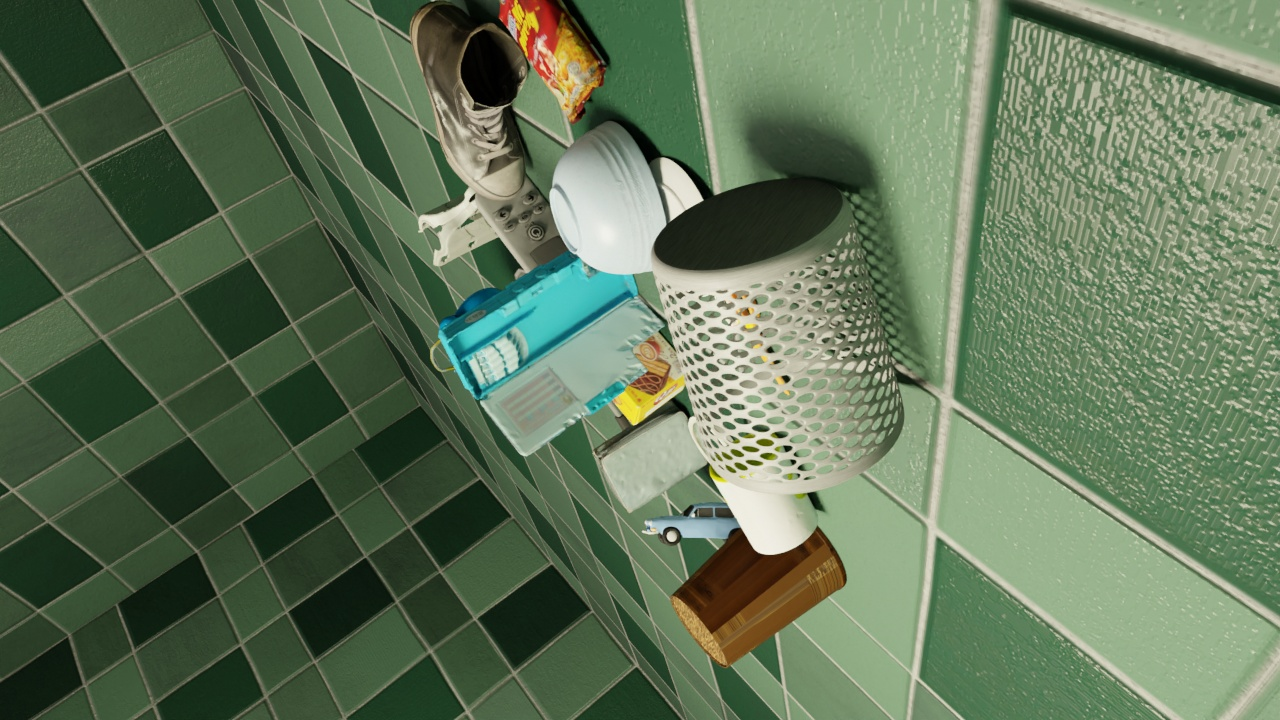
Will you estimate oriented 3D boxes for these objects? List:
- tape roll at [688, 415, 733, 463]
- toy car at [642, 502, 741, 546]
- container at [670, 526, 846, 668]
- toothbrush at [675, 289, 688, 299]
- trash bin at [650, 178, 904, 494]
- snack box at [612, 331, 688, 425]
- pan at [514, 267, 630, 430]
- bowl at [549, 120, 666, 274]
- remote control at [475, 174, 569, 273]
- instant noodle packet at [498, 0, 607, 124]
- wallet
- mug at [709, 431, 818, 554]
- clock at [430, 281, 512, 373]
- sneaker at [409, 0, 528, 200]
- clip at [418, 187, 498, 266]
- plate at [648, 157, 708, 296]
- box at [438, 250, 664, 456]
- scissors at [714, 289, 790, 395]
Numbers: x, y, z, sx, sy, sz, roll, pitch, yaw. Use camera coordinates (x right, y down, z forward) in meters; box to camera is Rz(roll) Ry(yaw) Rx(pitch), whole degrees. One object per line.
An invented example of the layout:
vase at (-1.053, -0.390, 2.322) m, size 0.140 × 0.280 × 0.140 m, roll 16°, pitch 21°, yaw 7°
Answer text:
tape roll at (0.093, 0.105, 1.130) m, size 0.093 × 0.013 × 0.093 m, roll 48°, pitch 161°, yaw 23°
toy car at (0.079, 0.208, 1.167) m, size 0.056 × 0.153 × 0.054 m, roll 125°, pitch 146°, yaw -80°
container at (0.130, 0.261, 1.063) m, size 0.132 × 0.167 × 0.132 m, roll 47°, pitch 161°, yaw 22°
toothbrush at (0.071, -0.080, 0.850) m, size 0.022 × 0.024 × 0.186 m, roll 14°, pitch 170°, yaw -17°
trash bin at (0.100, -0.022, 0.676) m, size 0.156 × 0.156 × 0.183 m, roll 30°, pitch 147°, yaw 53°
snack box at (-0.007, 0.006, 1.096) m, size 0.105 × 0.083 × 0.061 m, roll 49°, pitch 162°, yaw 15°
pan at (-0.066, 0.012, 1.319) m, size 0.357 × 0.041 × 0.179 m, roll 60°, pitch 161°, yaw -14°
bowl at (-0.041, -0.146, 0.884) m, size 0.150 × 0.074 × 0.151 m, roll 58°, pitch 161°, yaw 32°
remote control at (-0.140, -0.168, 1.137) m, size 0.151 × 0.074 × 0.019 m, roll 53°, pitch 162°, yaw 8°
instant noodle packet at (-0.082, -0.291, 0.840) m, size 0.135 × 0.039 × 0.099 m, roll 56°, pitch 169°, yaw -4°
wallet at (0.012, 0.123, 1.180) m, size 0.054 × 0.131 × 0.100 m, roll 28°, pitch 147°, yaw 62°
mug at (0.133, 0.142, 0.987) m, size 0.106 × 0.082 × 0.083 m, roll 61°, pitch 161°, yaw -19°
clock at (-0.229, -0.039, 1.315) m, size 0.060 × 0.161 × 0.117 m, roll 41°, pitch 155°, yaw 29°
sneaker at (-0.167, -0.271, 1.014) m, size 0.120 × 0.095 × 0.235 m, roll 37°, pitch 147°, yaw 44°
clip at (-0.233, -0.206, 1.236) m, size 0.104 × 0.126 × 0.152 m, roll 43°, pitch 146°, yaw 15°
plate at (0.032, -0.121, 0.851) m, size 0.134 × 0.011 × 0.135 m, roll 53°, pitch 157°, yaw 34°
box at (-0.089, -0.023, 1.022) m, size 0.171 × 0.226 × 0.084 m, roll 59°, pitch 163°, yaw -10°
scissors at (0.109, -0.019, 0.876) m, size 0.128 × 0.013 × 0.065 m, roll 60°, pitch 162°, yaw -11°
